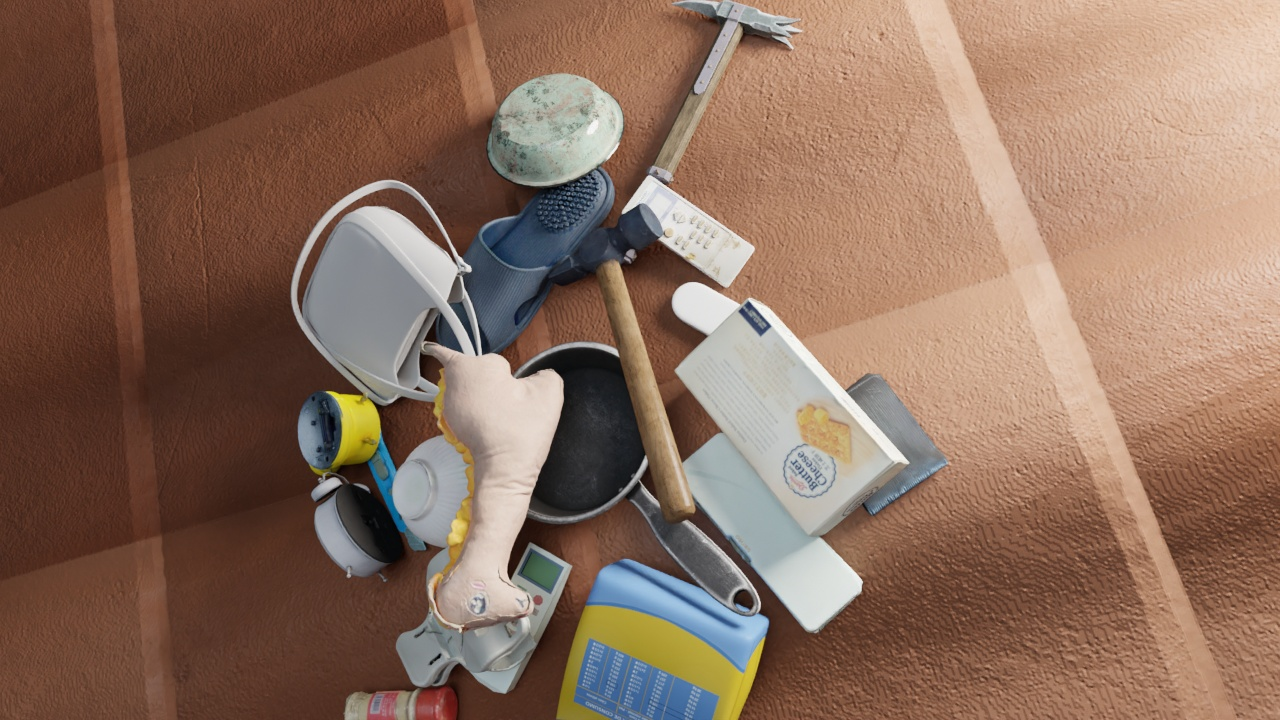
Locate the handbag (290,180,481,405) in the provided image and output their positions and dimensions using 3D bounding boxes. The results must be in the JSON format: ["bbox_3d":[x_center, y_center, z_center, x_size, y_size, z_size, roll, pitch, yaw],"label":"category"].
[{"bbox_3d":[-0.247,-0.049,0.958,0.222,0.095,0.216,41,118,14],"label":"handbag"}]

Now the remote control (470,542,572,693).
[{"bbox_3d":[-0.118,0.257,0.911,0.049,0.024,0.143,24,85,23],"label":"remote control"}]

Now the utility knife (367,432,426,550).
[{"bbox_3d":[-0.271,0.128,0.988,0.031,0.015,0.178,-36,72,16],"label":"utility knife"}]

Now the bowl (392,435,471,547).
[{"bbox_3d":[-0.207,0.131,0.923,0.118,0.062,0.118,-7,79,37],"label":"bowl"}]

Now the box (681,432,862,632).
[{"bbox_3d":[0.119,0.158,0.863,0.199,0.066,0.083,47,109,21],"label":"box"}]

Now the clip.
[{"bbox_3d":[-0.164,0.253,0.893,0.153,0.096,0.126,-53,55,24],"label":"clip"}]

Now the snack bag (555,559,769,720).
[{"bbox_3d":[0.010,0.306,0.832,0.159,0.102,0.205,19,92,18],"label":"snack bag"}]

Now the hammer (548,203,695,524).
[{"bbox_3d":[-0.005,0.005,0.879,0.129,0.040,0.321,-30,59,23],"label":"hammer"}]

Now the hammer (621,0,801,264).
[{"bbox_3d":[0.040,-0.248,0.991,0.147,0.028,0.316,24,83,18],"label":"hammer"}]

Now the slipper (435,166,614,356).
[{"bbox_3d":[-0.135,-0.116,0.977,0.101,0.082,0.263,39,88,22],"label":"slipper"}]

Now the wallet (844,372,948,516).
[{"bbox_3d":[0.219,0.076,0.867,0.089,0.026,0.115,-36,71,2],"label":"wallet"}]

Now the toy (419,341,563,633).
[{"bbox_3d":[-0.161,0.114,0.864,0.196,0.065,0.263,16,67,7],"label":"toy"}]

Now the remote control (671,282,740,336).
[{"bbox_3d":[0.092,-0.037,0.934,0.136,0.013,0.043,31,86,19],"label":"remote control"}]

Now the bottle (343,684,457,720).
[{"bbox_3d":[-0.238,0.348,0.911,0.109,0.044,0.044,-8,75,13],"label":"bottle"}]

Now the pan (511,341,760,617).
[{"bbox_3d":[-0.013,0.118,0.875,0.357,0.055,0.187,41,88,29],"label":"pan"}]

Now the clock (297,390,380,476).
[{"bbox_3d":[-0.332,0.078,0.986,0.119,0.057,0.083,-22,76,35],"label":"clock"}]

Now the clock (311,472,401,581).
[{"bbox_3d":[-0.295,0.167,0.944,0.035,0.094,0.122,-36,65,7],"label":"clock"}]

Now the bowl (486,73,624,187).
[{"bbox_3d":[-0.098,-0.259,0.999,0.157,0.038,0.157,-6,57,10],"label":"bowl"}]

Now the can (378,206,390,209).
[{"bbox_3d":[-0.289,-0.133,1.046,0.031,0.031,0.080,-23,72,8],"label":"can"}]

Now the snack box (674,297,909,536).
[{"bbox_3d":[0.136,0.051,0.855,0.104,0.057,0.208,-45,64,15],"label":"snack box"}]

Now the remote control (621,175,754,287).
[{"bbox_3d":[0.049,-0.134,0.952,0.136,0.011,0.050,35,88,5],"label":"remote control"}]
